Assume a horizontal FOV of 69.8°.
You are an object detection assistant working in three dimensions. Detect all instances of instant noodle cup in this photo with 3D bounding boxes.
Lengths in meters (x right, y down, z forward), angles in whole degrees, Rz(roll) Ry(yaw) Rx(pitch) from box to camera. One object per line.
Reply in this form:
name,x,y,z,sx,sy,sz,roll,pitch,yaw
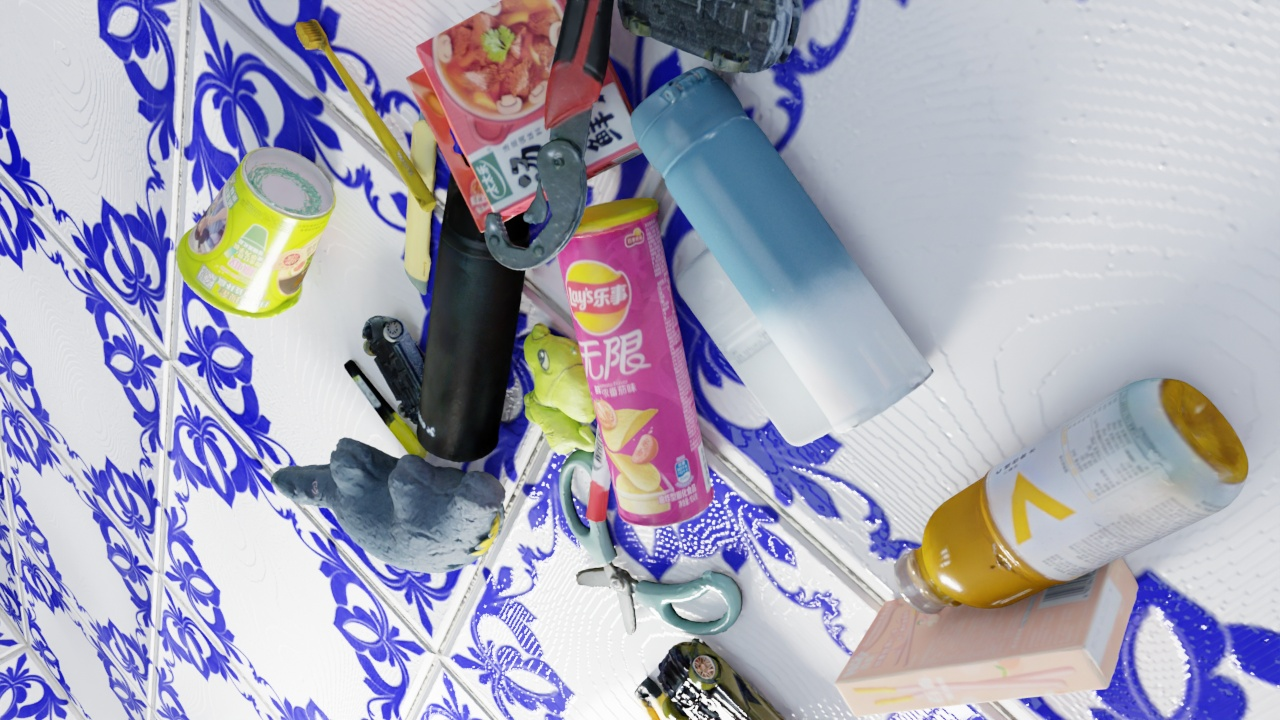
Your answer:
instant noodle cup,-0.326,-0.116,0.797,0.111,0.111,0.124,52,126,6

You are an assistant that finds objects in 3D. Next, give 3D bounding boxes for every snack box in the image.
snack box,-0.075,-0.156,0.567,0.127,0.044,0.113,-25,97,12
snack box,0.192,0.157,0.519,0.158,0.084,0.026,-31,94,44

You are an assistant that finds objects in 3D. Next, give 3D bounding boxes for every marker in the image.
marker,-0.025,0.053,0.676,0.017,0.017,0.145,21,115,30
marker,-0.242,0.046,0.869,0.124,0.015,0.018,48,131,14

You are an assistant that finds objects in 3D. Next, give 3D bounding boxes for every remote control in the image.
remote control,0.077,-0.011,0.571,0.136,0.020,0.056,54,135,3

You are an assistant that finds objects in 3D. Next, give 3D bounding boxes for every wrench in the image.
wrench,-0.037,-0.183,0.523,0.056,0.016,0.274,17,103,10

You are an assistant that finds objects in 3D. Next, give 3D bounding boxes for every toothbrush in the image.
toothbrush,-0.214,-0.191,0.709,0.190,0.016,0.016,55,138,11

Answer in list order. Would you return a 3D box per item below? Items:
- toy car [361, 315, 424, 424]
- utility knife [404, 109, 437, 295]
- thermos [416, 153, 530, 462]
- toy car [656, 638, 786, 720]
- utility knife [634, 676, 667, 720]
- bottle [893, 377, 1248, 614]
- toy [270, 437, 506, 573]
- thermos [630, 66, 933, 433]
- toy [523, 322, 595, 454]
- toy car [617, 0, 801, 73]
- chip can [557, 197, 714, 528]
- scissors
toy car,-0.206,0.007,0.805,0.049,0.031,0.105,-24,97,43
utility knife,-0.169,-0.139,0.710,0.031,0.021,0.205,30,134,19
thermos,-0.129,-0.041,0.704,0.090,0.068,0.243,-122,38,-46
toy car,0.077,0.282,0.705,0.158,0.042,0.070,41,132,17
utility knife,0.051,0.367,0.789,0.033,0.015,0.216,-25,95,46
bottle,0.209,0.081,0.476,0.068,0.067,0.190,50,133,8
toy,-0.208,0.131,0.816,0.357,0.091,0.138,-1,141,42
thermos,0.075,-0.065,0.518,0.070,0.070,0.220,-38,85,44
toy,-0.059,0.024,0.694,0.096,0.031,0.100,49,138,9
toy car,0.034,-0.196,0.503,0.121,0.036,0.054,33,130,35
chip can,-0.004,0.004,0.610,0.072,0.071,0.211,3,114,38
scissors,-0.003,0.146,0.720,0.172,0.019,0.170,-8,107,42
